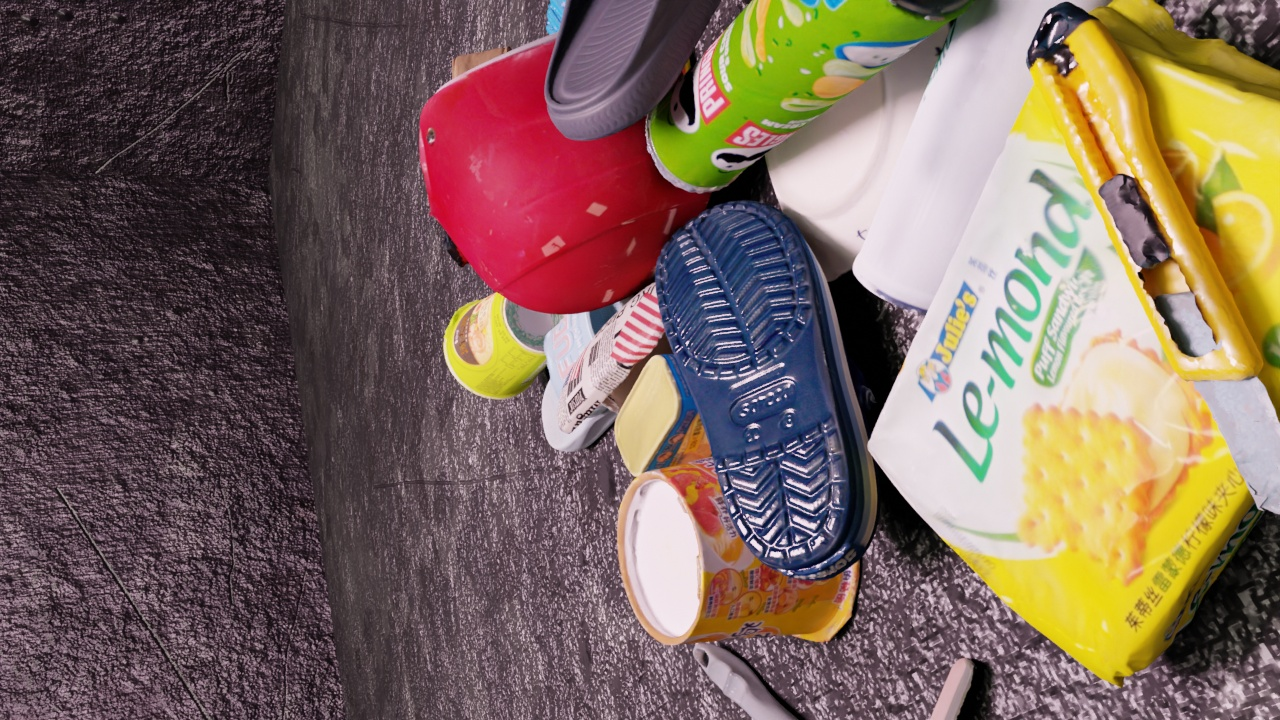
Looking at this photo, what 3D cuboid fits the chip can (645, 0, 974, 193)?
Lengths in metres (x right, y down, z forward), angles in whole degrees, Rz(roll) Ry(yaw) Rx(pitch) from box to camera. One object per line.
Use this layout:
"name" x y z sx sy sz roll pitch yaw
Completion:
"chip can" 0.075 -0.156 0.474 0.236 0.072 0.072 160 106 -69

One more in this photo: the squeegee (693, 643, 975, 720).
"squeegee" 0.102 0.253 0.603 0.250 0.040 0.248 30 103 64

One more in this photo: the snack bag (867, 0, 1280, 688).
"snack bag" 0.196 -0.003 0.370 0.158 0.068 0.247 52 135 45

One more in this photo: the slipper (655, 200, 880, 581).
"slipper" 0.087 0.010 0.555 0.105 0.095 0.252 -31 54 24

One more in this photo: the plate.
"plate" 0.117 -0.141 0.540 0.165 0.034 0.163 -33 64 59

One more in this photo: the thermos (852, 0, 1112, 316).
"thermos" 0.165 -0.131 0.415 0.073 0.073 0.225 53 137 46

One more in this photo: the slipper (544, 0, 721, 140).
"slipper" 0.007 -0.253 0.542 0.111 0.083 0.267 3 61 42

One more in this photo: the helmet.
"helmet" -0.039 -0.109 0.665 0.144 0.206 0.240 61 167 27

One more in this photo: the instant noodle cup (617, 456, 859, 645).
"instant noodle cup" 0.056 0.121 0.599 0.138 0.109 0.138 8 100 60

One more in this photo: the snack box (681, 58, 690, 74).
"snack box" -0.015 -0.230 0.729 0.091 0.080 0.082 -35 61 58

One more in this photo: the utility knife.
"utility knife" 0.178 -0.040 0.312 0.033 0.015 0.201 -46 54 56

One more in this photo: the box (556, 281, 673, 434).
"box" -0.005 0.004 0.683 0.075 0.086 0.163 42 136 -5

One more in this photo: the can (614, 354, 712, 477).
"can" 0.038 0.037 0.652 0.102 0.083 0.057 -62 41 44

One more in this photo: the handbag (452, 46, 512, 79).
"handbag" -0.132 -0.205 0.899 0.148 0.100 0.204 78 -175 -57

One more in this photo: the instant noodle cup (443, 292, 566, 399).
"instant noodle cup" -0.127 -0.029 0.932 0.124 0.111 0.111 -29 67 55

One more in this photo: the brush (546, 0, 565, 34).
"brush" -0.053 -0.232 0.834 0.109 0.060 0.315 60 144 35

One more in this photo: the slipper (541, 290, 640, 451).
"slipper" -0.053 0.009 0.831 0.246 0.074 0.104 -53 47 52
